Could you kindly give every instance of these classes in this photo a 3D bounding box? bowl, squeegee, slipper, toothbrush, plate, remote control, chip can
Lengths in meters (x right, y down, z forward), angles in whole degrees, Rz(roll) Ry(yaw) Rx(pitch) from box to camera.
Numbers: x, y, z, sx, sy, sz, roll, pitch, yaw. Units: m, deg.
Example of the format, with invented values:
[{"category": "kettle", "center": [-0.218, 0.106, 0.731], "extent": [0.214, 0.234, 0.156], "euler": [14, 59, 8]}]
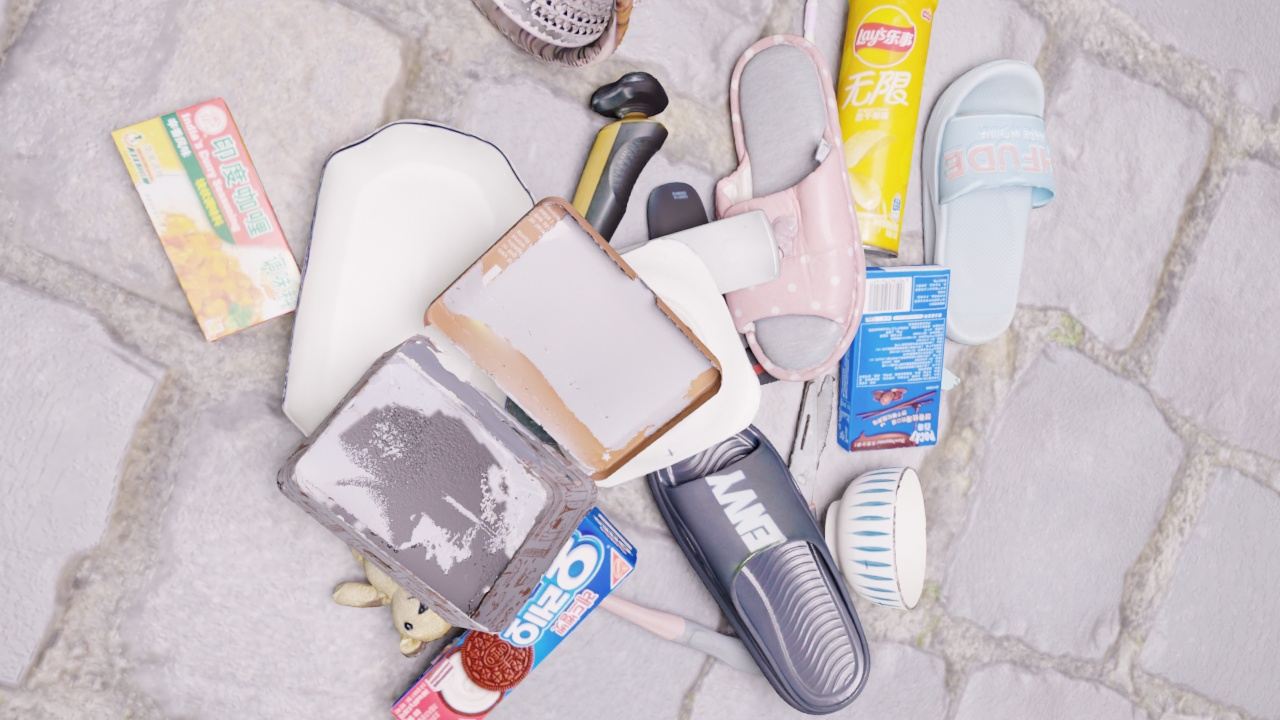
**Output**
[{"category": "bowl", "center": [0.194, 0.146, 0.766], "extent": [0.066, 0.116, 0.116], "euler": [-3, 96, 29]}, {"category": "squeegee", "center": [0.019, 0.213, 0.750], "extent": [0.249, 0.040, 0.247], "euler": [26, 86, -15]}, {"category": "slipper", "center": [0.298, -0.135, 0.782], "extent": [0.104, 0.074, 0.245], "euler": [3, 94, -14]}, {"category": "toothbrush", "center": [0.135, -0.241, 0.762], "extent": [0.020, 0.029, 0.189], "euler": [-2, 97, -55]}, {"category": "plate", "center": [-0.004, 0.004, 0.690], "extent": [0.164, 0.034, 0.163], "euler": [-25, 92, 4]}, {"category": "slipper", "center": [0.113, -0.120, 0.720], "extent": [0.054, 0.114, 0.274], "euler": [-6, 92, -58]}, {"category": "remote control", "center": [0.038, -0.077, 0.743], "extent": [0.053, 0.024, 0.136], "euler": [-12, 97, -15]}, {"category": "remote control", "center": [0.040, -0.074, 0.711], "extent": [0.135, 0.019, 0.056], "euler": [-14, 96, 19]}, {"category": "chip can", "center": [0.191, -0.194, 0.751], "extent": [0.072, 0.072, 0.213], "euler": [8, 92, -15]}, {"category": "plate", "center": [-0.168, -0.042, 0.680], "extent": [0.162, 0.034, 0.265], "euler": [9, 90, -20]}, {"category": "slipper", "center": [0.105, 0.154, 0.713], "extent": [0.110, 0.083, 0.268], "euler": [-29, 89, -14]}]

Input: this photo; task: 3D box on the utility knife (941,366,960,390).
[{"category": "utility knife", "center": [0.196, -0.034, 0.791], "extent": [0.216, 0.018, 0.034], "euler": [33, 84, -16]}]

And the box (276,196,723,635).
[{"category": "box", "center": [-0.093, 0.041, 0.625], "extent": [0.179, 0.125, 0.273], "euler": [44, 86, -16]}]

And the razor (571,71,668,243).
[{"category": "razor", "center": [-0.029, -0.141, 0.712], "extent": [0.067, 0.062, 0.167], "euler": [23, 93, 15]}]

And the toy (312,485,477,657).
[{"category": "toy", "center": [-0.187, 0.139, 0.678], "extent": [0.105, 0.066, 0.157], "euler": [-36, 85, -17]}]

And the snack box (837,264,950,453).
[{"category": "snack box", "center": [0.214, -0.002, 0.778], "extent": [0.084, 0.026, 0.157], "euler": [-4, 105, -13]}]

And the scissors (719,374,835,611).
[{"category": "scissors", "center": [0.118, 0.114, 0.772], "extent": [0.196, 0.015, 0.205], "euler": [-23, 91, -14]}]

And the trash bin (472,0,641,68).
[{"category": "trash bin", "center": [-0.025, -0.349, 0.626], "extent": [0.191, 0.228, 0.227], "euler": [-42, 103, -22]}]

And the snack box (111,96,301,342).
[{"category": "snack box", "center": [-0.300, -0.098, 0.651], "extent": [0.077, 0.027, 0.156], "euler": [-23, 99, -14]}]

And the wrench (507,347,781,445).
[{"category": "wrench", "center": [0.026, 0.020, 0.748], "extent": [0.273, 0.016, 0.056], "euler": [-12, 84, -14]}]

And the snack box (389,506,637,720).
[{"category": "snack box", "center": [-0.092, 0.202, 0.692], "extent": [0.207, 0.057, 0.058], "euler": [-45, 86, -1]}]
